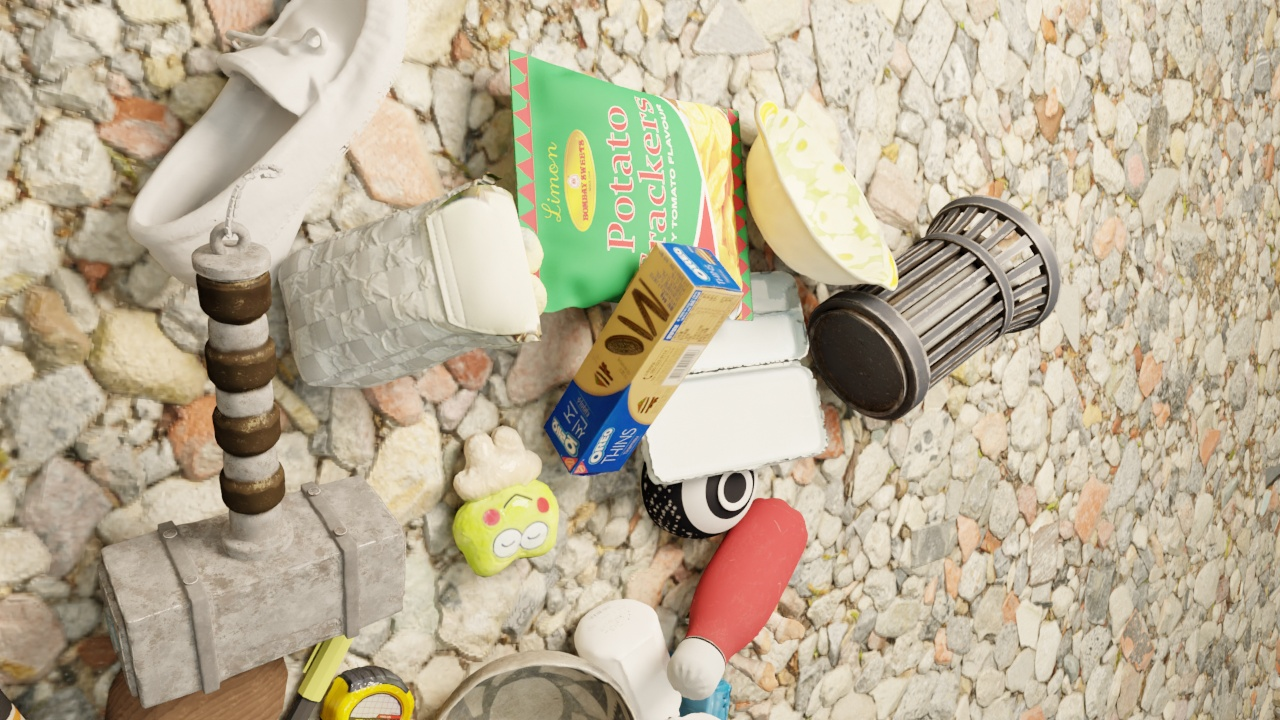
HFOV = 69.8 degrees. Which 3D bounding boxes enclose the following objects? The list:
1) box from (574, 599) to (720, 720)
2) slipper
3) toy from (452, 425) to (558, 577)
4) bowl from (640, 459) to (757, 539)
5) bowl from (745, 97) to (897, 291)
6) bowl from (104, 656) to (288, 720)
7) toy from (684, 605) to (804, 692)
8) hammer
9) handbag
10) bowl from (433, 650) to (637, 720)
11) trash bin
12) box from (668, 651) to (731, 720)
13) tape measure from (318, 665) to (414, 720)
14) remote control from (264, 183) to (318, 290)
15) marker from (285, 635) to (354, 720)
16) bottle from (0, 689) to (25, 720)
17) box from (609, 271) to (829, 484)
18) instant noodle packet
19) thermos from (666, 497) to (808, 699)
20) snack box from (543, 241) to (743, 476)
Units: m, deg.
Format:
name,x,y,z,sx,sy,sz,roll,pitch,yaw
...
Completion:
name,x,y,z,sx,sy,sz,roll,pitch,yaw
box,0.010,0.279,0.791,0.080,0.150,0.106,-30,116,-29
slipper,-0.234,-0.162,0.581,0.246,0.112,0.074,-60,166,-11
toy,-0.111,0.112,0.741,0.092,0.046,0.115,-14,97,-32
bowl,0.067,0.113,0.862,0.120,0.066,0.120,-6,100,-37
bowl,0.156,-0.142,0.866,0.219,0.060,0.187,48,34,-16
bowl,-0.297,0.235,0.626,0.117,0.030,0.118,-6,100,-37
toy,0.096,0.265,0.900,0.106,0.074,0.085,16,122,-11
hammer,-0.235,0.046,0.547,0.176,0.079,0.327,-14,126,-35
handbag,-0.152,-0.045,0.632,0.123,0.172,0.112,1,74,-76
bowl,-0.092,0.308,0.753,0.178,0.081,0.178,-3,103,-14
trash bin,0.299,-0.051,0.962,0.226,0.164,0.164,-32,115,-26
box,0.043,0.400,0.870,0.052,0.093,0.231,6,92,-37
tape measure,-0.207,0.263,0.693,0.065,0.037,0.064,10,91,-40
remote control,-0.251,-0.091,0.625,0.033,0.012,0.130,26,81,-37
marker,-0.250,0.257,0.673,0.021,0.017,0.123,27,80,-3
bottle,-0.375,0.271,0.553,0.059,0.059,0.182,-34,115,-29
box,0.077,0.010,0.840,0.208,0.037,0.188,-9,86,-31
instant noodle packet,0.003,-0.133,0.756,0.252,0.090,0.195,0,85,-42
thermos,0.087,0.214,0.833,0.239,0.073,0.073,-44,123,-54
snack box,-0.004,0.004,0.730,0.057,0.056,0.207,2,133,-43
